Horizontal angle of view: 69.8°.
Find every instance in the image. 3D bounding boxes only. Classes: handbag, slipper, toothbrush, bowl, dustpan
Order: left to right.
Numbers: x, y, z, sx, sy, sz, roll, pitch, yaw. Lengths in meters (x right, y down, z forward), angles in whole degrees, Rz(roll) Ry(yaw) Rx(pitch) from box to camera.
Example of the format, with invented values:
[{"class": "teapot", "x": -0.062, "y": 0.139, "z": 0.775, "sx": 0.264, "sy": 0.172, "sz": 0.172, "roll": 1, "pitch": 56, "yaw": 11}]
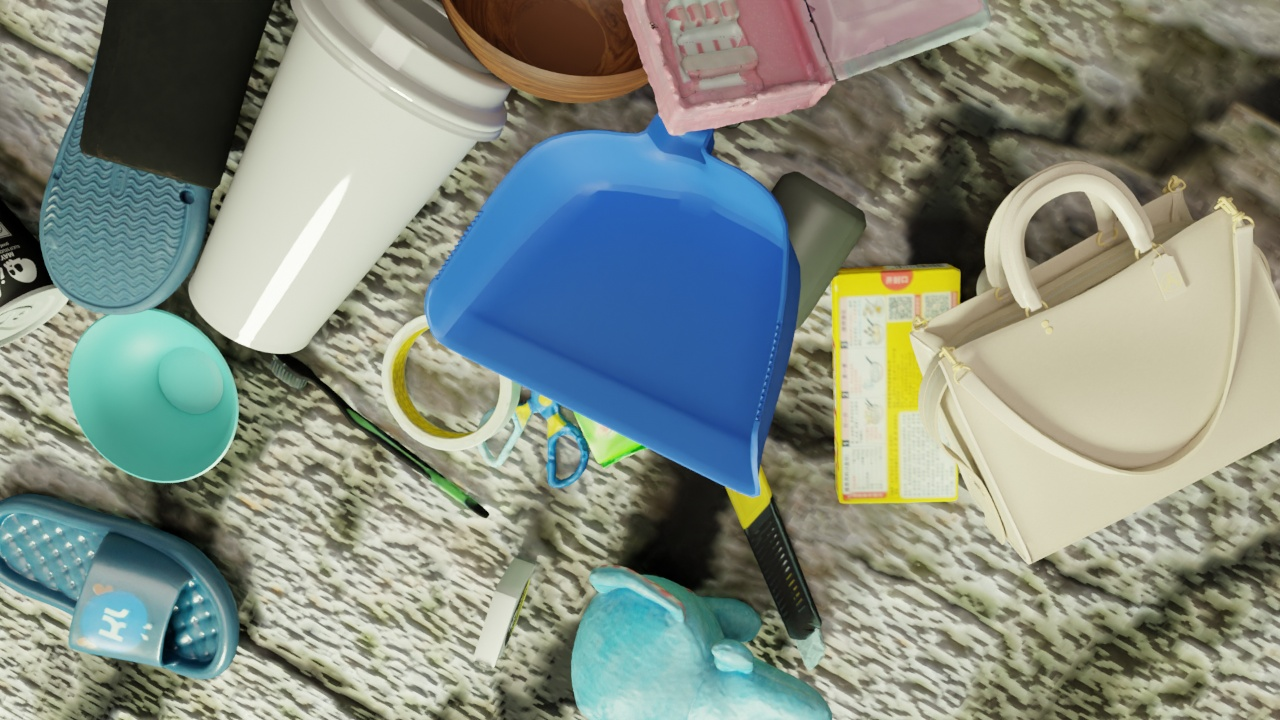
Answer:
[{"class": "slipper", "x": -0.392, "y": 0.165, "z": 0.674, "sx": 0.214, "sy": 0.059, "sz": 0.104, "roll": 26, "pitch": 103, "yaw": 2}, {"class": "slipper", "x": -0.312, "y": -0.132, "z": 0.590, "sx": 0.104, "sy": 0.059, "sz": 0.213, "roll": 14, "pitch": 89, "yaw": 7}, {"class": "bowl", "x": -0.324, "y": 0.019, "z": 0.634, "sx": 0.121, "sy": 0.046, "sz": 0.121, "roll": 2, "pitch": 104, "yaw": 7}, {"class": "toothbrush", "x": -0.183, "y": 0.055, "z": 0.642, "sx": 0.188, "sy": 0.014, "sz": 0.017, "roll": 38, "pitch": 118, "yaw": -3}, {"class": "bowl", "x": -0.043, "y": -0.200, "z": 0.524, "sx": 0.147, "sy": 0.069, "sz": 0.147, "roll": 4, "pitch": 68, "yaw": -10}, {"class": "dustpan", "x": 0.016, "y": -0.090, "z": 0.531, "sx": 0.246, "sy": 0.059, "sz": 0.257, "roll": 24, "pitch": 79, "yaw": 30}, {"class": "handbag", "x": 0.243, "y": -0.014, "z": 0.503, "sx": 0.195, "sy": 0.101, "sz": 0.198, "roll": -29, "pitch": 115, "yaw": 6}]

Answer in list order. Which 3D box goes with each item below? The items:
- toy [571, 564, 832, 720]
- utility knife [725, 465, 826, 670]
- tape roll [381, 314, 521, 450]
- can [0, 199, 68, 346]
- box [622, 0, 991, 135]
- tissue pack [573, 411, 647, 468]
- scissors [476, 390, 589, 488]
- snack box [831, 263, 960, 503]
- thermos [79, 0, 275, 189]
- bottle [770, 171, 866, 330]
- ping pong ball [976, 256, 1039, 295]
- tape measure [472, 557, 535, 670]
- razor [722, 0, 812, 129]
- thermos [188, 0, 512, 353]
[{"class": "toy", "x": 0.041, "y": 0.201, "z": 0.603, "sx": 0.181, "sy": 0.114, "sz": 0.184, "roll": 10, "pitch": 128, "yaw": 23}, {"class": "utility knife", "x": 0.089, "y": 0.129, "z": 0.622, "sx": 0.029, "sy": 0.020, "sz": 0.186, "roll": -19, "pitch": 99, "yaw": 13}, {"class": "tape roll", "x": -0.127, "y": 0.013, "z": 0.615, "sx": 0.094, "sy": 0.019, "sz": 0.094, "roll": 2, "pitch": 99, "yaw": 14}, {"class": "can", "x": -0.462, "y": -0.084, "z": 0.610, "sx": 0.080, "sy": 0.080, "sz": 0.146, "roll": -37, "pitch": 96, "yaw": 14}, {"class": "box", "x": 0.060, "y": -0.246, "z": 0.488, "sx": 0.180, "sy": 0.051, "sz": 0.232, "roll": -16, "pitch": 81, "yaw": -5}, {"class": "tissue pack", "x": -0.003, "y": 0.003, "z": 0.592, "sx": 0.099, "sy": 0.034, "sz": 0.114, "roll": -23, "pitch": 98, "yaw": 7}, {"class": "scissors", "x": -0.073, "y": 0.022, "z": 0.623, "sx": 0.097, "sy": 0.020, "sz": 0.133, "roll": 3, "pitch": 103, "yaw": 5}, {"class": "snack box", "x": 0.161, "y": 0.016, "z": 0.582, "sx": 0.075, "sy": 0.025, "sz": 0.152, "roll": -2, "pitch": 104, "yaw": 8}, {"class": "thermos", "x": -0.251, "y": -0.213, "z": 0.518, "sx": 0.106, "sy": 0.106, "sz": 0.218, "roll": 15, "pitch": 92, "yaw": 3}, {"class": "bottle", "x": 0.085, "y": -0.055, "z": 0.557, "sx": 0.060, "sy": 0.060, "sz": 0.108, "roll": 31, "pitch": 105, "yaw": -1}, {"class": "ping pong ball", "x": 0.223, "y": -0.043, "z": 0.552, "sx": 0.040, "sy": 0.040, "sz": 0.040, "roll": 2, "pitch": 104, "yaw": 7}, {"class": "tape measure", "x": -0.094, "y": 0.173, "z": 0.633, "sx": 0.017, "sy": 0.065, "sz": 0.064, "roll": 19, "pitch": 103, "yaw": 2}, {"class": "razor", "x": 0.091, "y": -0.197, "z": 0.543, "sx": 0.044, "sy": 0.018, "sz": 0.141, "roll": 35, "pitch": 105, "yaw": -3}, {"class": "thermos", "x": -0.184, "y": -0.111, "z": 0.552, "sx": 0.131, "sy": 0.131, "sz": 0.222, "roll": 40, "pitch": 113, "yaw": -3}]
